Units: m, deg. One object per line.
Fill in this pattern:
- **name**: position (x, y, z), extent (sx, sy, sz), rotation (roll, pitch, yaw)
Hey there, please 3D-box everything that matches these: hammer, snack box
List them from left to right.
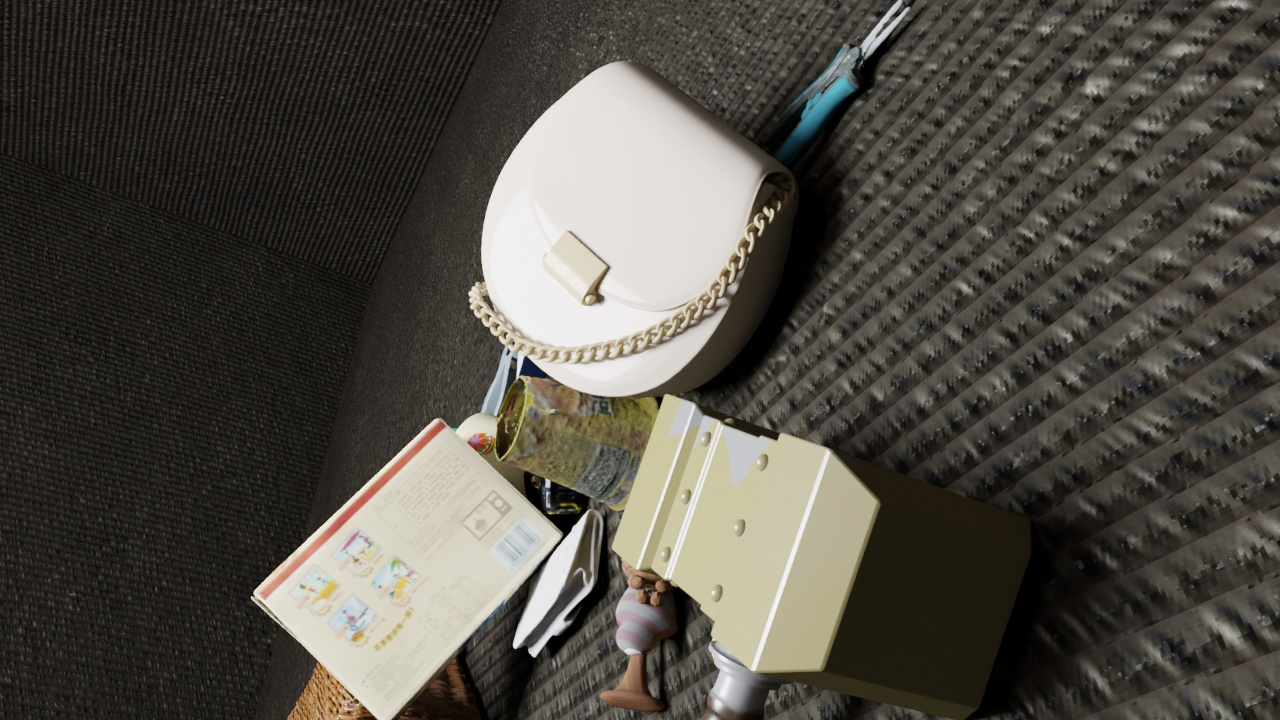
- **snack box**: position (-0.191, 0.175, 0.778), extent (0.207, 0.153, 0.055), rotation (-46, -6, -20)
- **hammer**: position (0.031, 0.193, 0.414), extent (0.190, 0.100, 0.325), rotation (16, 86, 69)

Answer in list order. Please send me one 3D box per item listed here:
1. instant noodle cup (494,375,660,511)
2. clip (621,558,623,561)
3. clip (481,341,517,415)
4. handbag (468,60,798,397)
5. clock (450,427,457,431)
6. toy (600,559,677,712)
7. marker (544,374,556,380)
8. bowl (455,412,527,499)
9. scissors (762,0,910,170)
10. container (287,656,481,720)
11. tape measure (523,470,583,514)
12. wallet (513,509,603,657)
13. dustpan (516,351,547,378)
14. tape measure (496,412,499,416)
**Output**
- **instant noodle cup**: position (-0.052, 0.058, 0.718), extent (0.102, 0.108, 0.102), rotation (-48, 32, 45)
- **clip**: position (0.005, 0.119, 0.659), extent (0.046, 0.035, 0.052), rotation (113, 170, -67)
- **clip**: position (-0.169, 0.029, 1.136), extent (0.108, 0.028, 0.163), rotation (8, 78, 66)
- **handbag**: position (-0.005, -0.082, 0.646), extent (0.210, 0.103, 0.209), rotation (43, 109, 25)
- **clock**: position (-0.184, 0.152, 0.956), extent (0.121, 0.075, 0.161), rotation (-6, -82, -69)
- **toy**: position (0.003, 0.165, 0.588), extent (0.055, 0.041, 0.101), rotation (100, -179, -47)
- **marker**: position (-0.094, 0.022, 0.970), extent (0.142, 0.020, 0.020), rotation (-60, 24, 25)
- **bowl**: position (-0.127, 0.113, 0.886), extent (0.074, 0.118, 0.117), rotation (5, 72, 24)
- **scissors**: position (0.124, -0.175, 0.621), extent (0.149, 0.019, 0.122), rotation (-62, 18, 6)
- **container**: position (-0.250, 0.367, 0.870), extent (0.183, 0.162, 0.250), rotation (-65, 21, -1)
- **tape measure**: position (-0.078, 0.103, 0.820), extent (0.072, 0.042, 0.071), rotation (153, 113, -65)
- **wallet**: position (-0.063, 0.183, 0.751), extent (0.116, 0.032, 0.086), rotation (-55, 15, 39)
- **dustpan**: position (-0.086, -0.123, 0.968), extent (0.274, 0.080, 0.235), rotation (-47, 27, 25)
- **tape measure**: position (-0.153, 0.089, 1.035), extent (0.067, 0.038, 0.062), rotation (-45, 24, 42)
